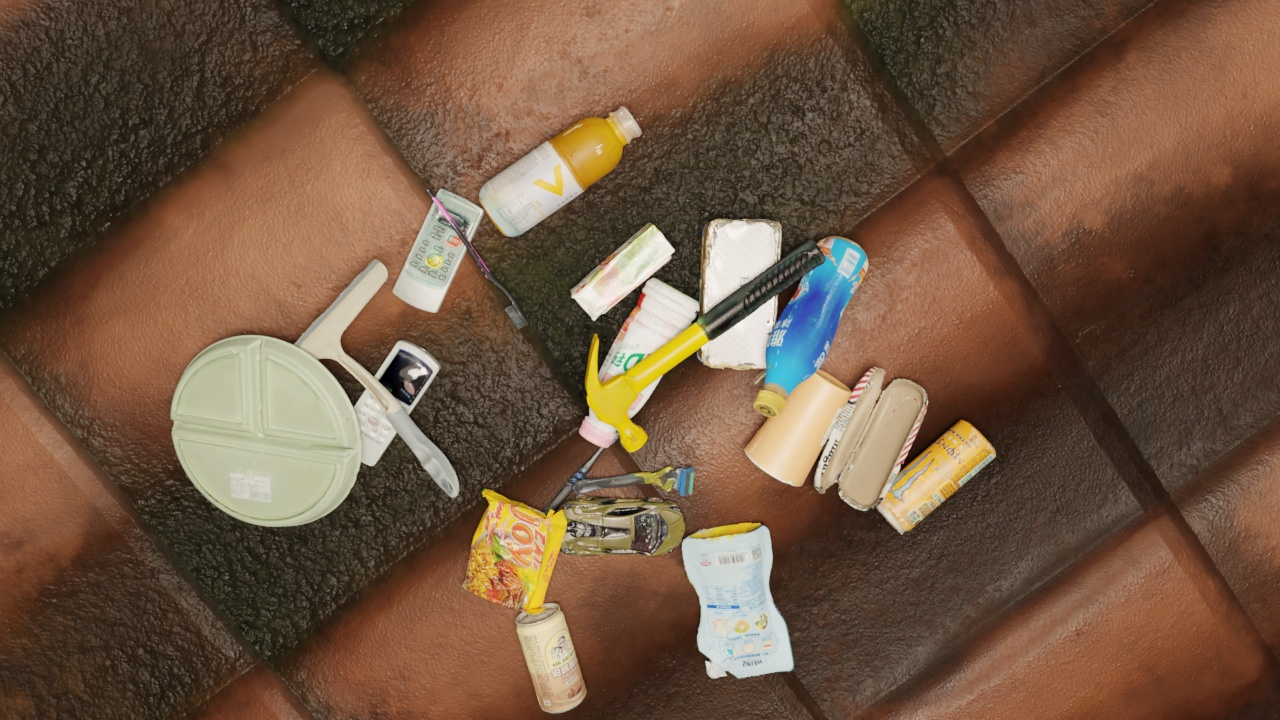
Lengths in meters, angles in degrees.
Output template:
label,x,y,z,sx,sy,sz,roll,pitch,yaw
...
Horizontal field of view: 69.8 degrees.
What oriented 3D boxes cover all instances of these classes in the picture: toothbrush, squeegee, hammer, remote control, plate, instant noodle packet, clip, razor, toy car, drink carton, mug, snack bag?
label,x,y,z,sx,sy,sz,roll,pitch,yaw
toothbrush,-0.081,0.146,1.083,0.014,0.016,0.189,40,96,-9
squeegee,-0.282,0.054,1.025,0.247,0.039,0.246,-41,93,20
hammer,0.069,-0.033,0.990,0.301,0.033,0.129,-35,106,1
remote control,-0.292,0.049,1.058,0.058,0.021,0.150,34,96,-6
remote control,-0.228,-0.123,1.037,0.056,0.019,0.135,27,96,-6
toothbrush,-0.184,-0.112,1.029,0.018,0.014,0.189,-31,109,11
plate,-0.424,0.085,1.027,0.230,0.027,0.230,3,106,11
instant noodle packet,-0.148,0.221,1.062,0.111,0.044,0.128,16,96,20
clip,0.177,-0.001,1.066,0.072,0.034,0.100,32,104,-7
razor,-0.009,0.143,1.080,0.142,0.022,0.043,-3,127,-5
toy car,-0.024,0.196,1.080,0.158,0.042,0.070,0,98,-5
drink carton,-0.019,-0.099,1.032,0.122,0.053,0.045,-40,102,3
mug,0.183,0.072,1.041,0.078,0.078,0.123,29,104,-6
snack bag,0.116,0.292,1.100,0.110,0.039,0.191,-12,100,-6

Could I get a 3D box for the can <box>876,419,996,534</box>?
label,x,y,z,sx,sy,sz,roll,pitch,yaw
can,0.343,0.137,1.076,0.146,0.058,0.058,-42,97,3

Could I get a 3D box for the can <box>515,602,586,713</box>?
label,x,y,z,sx,sy,sz,roll,pitch,yaw
can,-0.106,0.353,1.088,0.058,0.058,0.116,-16,99,0

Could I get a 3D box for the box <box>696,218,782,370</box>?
label,x,y,z,sx,sy,sz,roll,pitch,yaw
box,0.111,-0.069,1.039,0.090,0.062,0.184,4,100,-2

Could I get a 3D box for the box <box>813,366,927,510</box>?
label,x,y,z,sx,sy,sz,roll,pitch,yaw
box,0.258,0.089,1.056,0.086,0.075,0.162,17,102,-38

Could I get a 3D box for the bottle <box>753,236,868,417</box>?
label,x,y,z,sx,sy,sz,roll,pitch,yaw
bottle,0.181,-0.035,1.000,0.065,0.065,0.218,31,69,-6

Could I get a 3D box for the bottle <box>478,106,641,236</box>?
label,x,y,z,sx,sy,sz,roll,pitch,yaw
bottle,-0.086,-0.210,1.006,0.189,0.068,0.068,-34,98,3

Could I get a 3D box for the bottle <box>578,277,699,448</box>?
label,x,y,z,sx,sy,sz,roll,pitch,yaw
bottle,-0.006,0.006,1.040,0.068,0.068,0.197,28,96,-6
